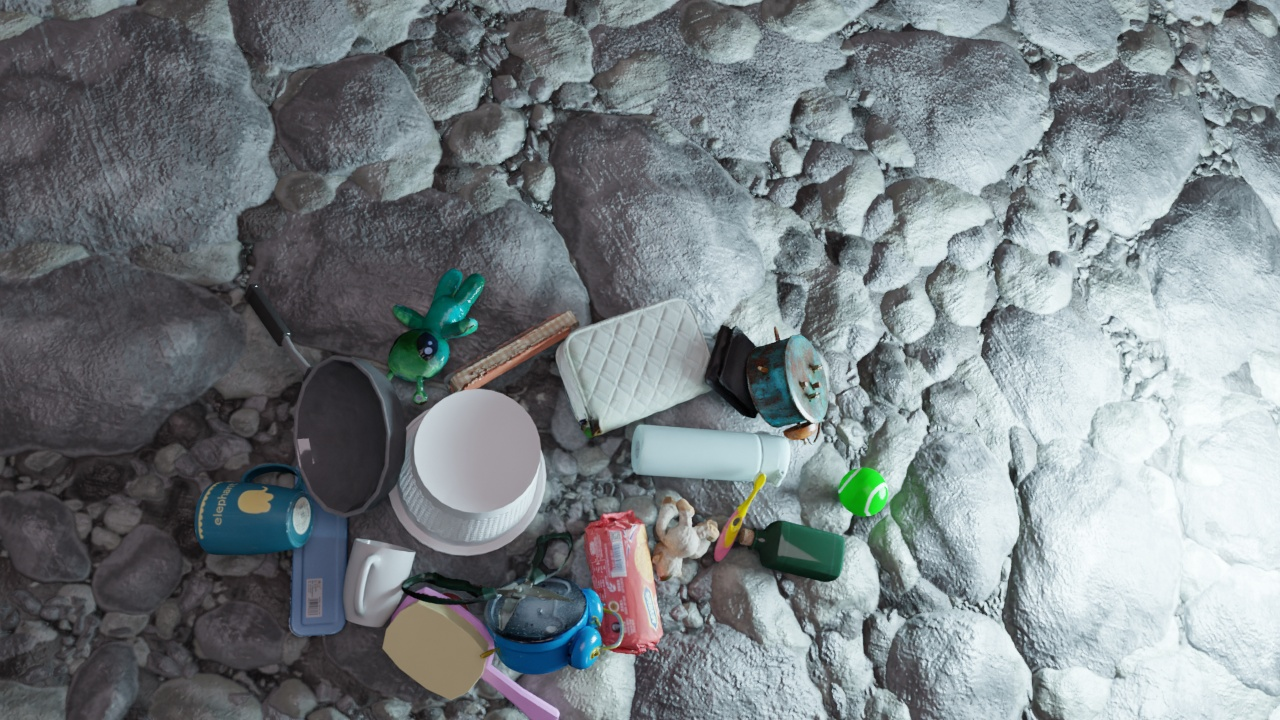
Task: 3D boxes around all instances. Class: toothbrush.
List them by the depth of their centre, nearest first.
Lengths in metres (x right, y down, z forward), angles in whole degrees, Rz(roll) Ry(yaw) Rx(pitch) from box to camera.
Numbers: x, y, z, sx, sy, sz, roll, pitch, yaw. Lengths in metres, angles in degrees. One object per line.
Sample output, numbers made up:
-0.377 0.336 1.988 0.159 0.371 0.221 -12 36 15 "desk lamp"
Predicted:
0.128 0.202 1.186 0.021 0.016 0.135 21 105 -18 "toothbrush"

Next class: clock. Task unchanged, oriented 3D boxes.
-0.099 0.303 1.049 0.161 0.116 0.060 1 114 2 "clock"
0.211 0.042 1.226 0.157 0.073 0.121 56 37 -23 "clock"

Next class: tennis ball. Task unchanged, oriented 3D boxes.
0.300 0.177 1.238 0.065 0.065 0.065 4 74 -13 "tennis ball"

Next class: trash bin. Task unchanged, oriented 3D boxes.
-0.194 0.120 1.060 0.195 0.200 0.195 4 74 -13 "trash bin"

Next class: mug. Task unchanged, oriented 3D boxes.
-0.428 0.166 1.042 0.104 0.085 0.112 0 49 7 "mug"
-0.308 0.256 1.046 0.071 0.107 0.089 13 80 1 "mug"

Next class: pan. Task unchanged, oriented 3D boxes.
-0.374 0.026 1.063 0.041 0.179 0.357 -1 41 -52 "pan"

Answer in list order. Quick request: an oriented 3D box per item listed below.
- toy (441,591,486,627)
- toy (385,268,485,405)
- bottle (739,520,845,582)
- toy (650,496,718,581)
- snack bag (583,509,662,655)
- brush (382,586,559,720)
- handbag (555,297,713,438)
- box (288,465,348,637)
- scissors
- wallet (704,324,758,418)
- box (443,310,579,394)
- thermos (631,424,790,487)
-0.197 0.318 1.096 0.111 0.030 0.049 31 96 -6 "toy"
-0.260 -0.032 1.160 0.131 0.072 0.193 12 63 31 "toy"
0.193 0.244 1.195 0.131 0.061 0.061 16 69 -9 "bottle"
0.052 0.236 1.168 0.085 0.074 0.105 34 73 -17 "toy"
-0.024 0.273 1.129 0.082 0.082 0.176 -5 76 -15 "snack bag"
-0.192 0.359 1.062 0.228 0.043 0.089 38 98 -2 "brush"
-0.007 0.007 1.208 0.194 0.073 0.139 -19 89 -18 "handbag"
-0.379 0.218 1.087 0.065 0.037 0.209 2 77 -20 "box"
-0.167 0.250 1.077 0.202 0.201 0.015 5 110 8 "scissors"
0.136 0.015 1.232 0.115 0.026 0.089 40 59 -41 "wallet"
-0.163 -0.009 1.176 0.186 0.085 0.048 -31 90 -21 "box"
0.095 0.123 1.203 0.206 0.065 0.077 5 45 -13 "thermos"
